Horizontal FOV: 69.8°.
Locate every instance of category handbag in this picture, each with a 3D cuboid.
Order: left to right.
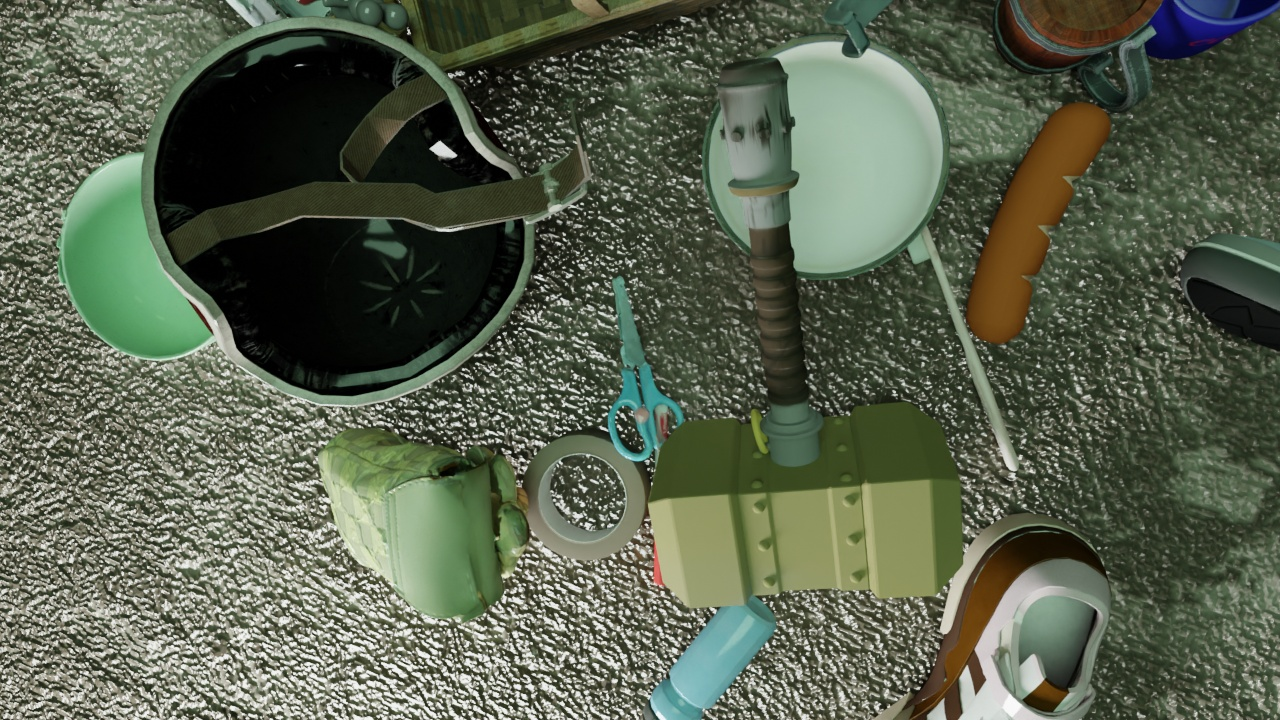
[{"bbox_3d":[-0.150,0.102,0.664,0.187,0.116,0.113,12,110,47],"label":"handbag"}]

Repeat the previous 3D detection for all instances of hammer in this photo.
[{"bbox_3d":[0.087,-0.015,0.561,0.190,0.100,0.325,-6,113,11],"label":"hammer"}]

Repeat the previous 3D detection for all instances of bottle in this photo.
[{"bbox_3d":[0.047,0.229,0.675,0.040,0.040,0.130,37,101,5],"label":"bottle"}]

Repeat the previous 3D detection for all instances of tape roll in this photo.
[{"bbox_3d":[-0.040,0.099,0.683,0.094,0.030,0.094,1,96,10],"label":"tape roll"}]

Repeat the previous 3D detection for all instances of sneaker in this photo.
[{"bbox_3d":[0.228,0.250,0.604,0.112,0.116,0.294,27,100,7],"label":"sneaker"},{"bbox_3d":[0.478,-0.061,0.550,0.257,0.093,0.160,24,91,9],"label":"sneaker"}]

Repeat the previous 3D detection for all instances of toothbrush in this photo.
[{"bbox_3d":[0.222,-0.007,0.632,0.018,0.015,0.181,-22,91,18],"label":"toothbrush"}]

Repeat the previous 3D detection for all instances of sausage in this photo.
[{"bbox_3d":[0.257,-0.090,0.605,0.044,0.039,0.164,22,99,8],"label":"sausage"}]

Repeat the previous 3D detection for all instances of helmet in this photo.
[{"bbox_3d":[-0.175,-0.092,0.577,0.233,0.254,0.234,-35,72,-8],"label":"helmet"}]

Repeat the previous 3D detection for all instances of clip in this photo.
[{"bbox_3d":[0.183,-0.241,0.528,0.165,0.168,0.031,-21,117,35],"label":"clip"}]

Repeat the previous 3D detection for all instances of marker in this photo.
[{"bbox_3d":[0.016,0.097,0.682,0.013,0.012,0.142,0,95,10],"label":"marker"}]

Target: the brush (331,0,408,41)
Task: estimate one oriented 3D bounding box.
[{"bbox_3d":[-0.251,-0.199,0.679,0.195,0.059,0.043,-35,95,9],"label":"brush"}]

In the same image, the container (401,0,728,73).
[{"bbox_3d":[-0.040,-0.281,0.566,0.250,0.186,0.157,-13,93,11],"label":"container"}]

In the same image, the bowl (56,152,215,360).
[{"bbox_3d":[-0.350,-0.078,0.699,0.151,0.077,0.151,1,95,10],"label":"bowl"}]

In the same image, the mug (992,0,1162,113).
[{"bbox_3d":[0.269,-0.204,0.555,0.081,0.111,0.117,-38,88,11],"label":"mug"}]

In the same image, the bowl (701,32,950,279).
[{"bbox_3d":[0.121,-0.130,0.610,0.153,0.072,0.153,1,95,10],"label":"bowl"}]

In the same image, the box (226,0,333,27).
[{"bbox_3d":[-0.304,-0.335,0.653,0.210,0.105,0.130,44,98,3],"label":"box"}]

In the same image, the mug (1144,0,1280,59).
[{"bbox_3d":[0.330,-0.244,0.554,0.079,0.083,0.111,-39,88,11],"label":"mug"}]

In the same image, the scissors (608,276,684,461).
[{"bbox_3d":[-0.004,0.004,0.666,0.055,0.015,0.136,-11,85,-7],"label":"scissors"}]

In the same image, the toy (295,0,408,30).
[{"bbox_3d":[-0.186,-0.230,0.592,0.112,0.049,0.030,35,122,43],"label":"toy"}]
